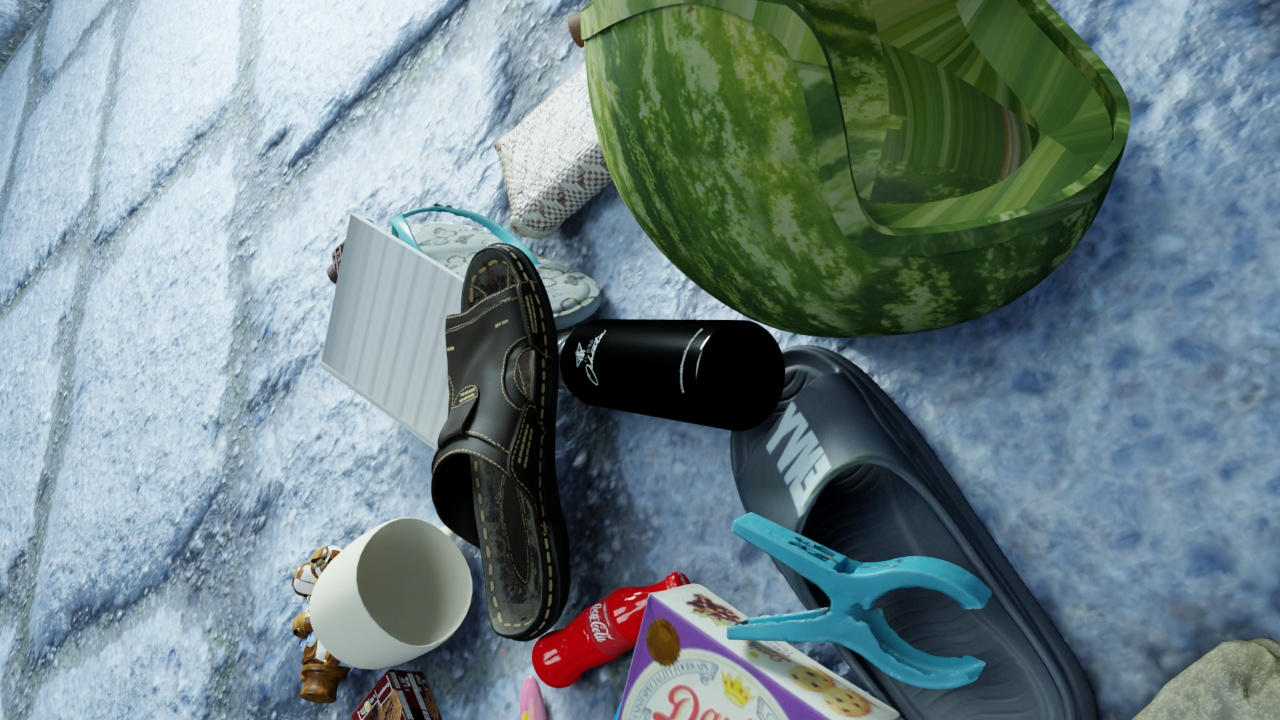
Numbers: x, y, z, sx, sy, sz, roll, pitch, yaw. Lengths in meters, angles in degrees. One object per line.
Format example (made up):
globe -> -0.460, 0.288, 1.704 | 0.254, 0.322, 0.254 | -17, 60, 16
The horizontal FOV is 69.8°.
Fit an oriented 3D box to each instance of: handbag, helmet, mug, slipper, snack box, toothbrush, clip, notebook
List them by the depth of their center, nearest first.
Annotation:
clip -> 0.099, 0.098, 0.425 | 0.127, 0.028, 0.114 | 18, 107, 30
helmet -> 0.097, -0.124, 0.468 | 0.244, 0.247, 0.212 | -9, 42, 58
slipper -> 0.112, 0.096, 0.470 | 0.111, 0.083, 0.268 | -46, 50, 19
snack box -> 0.049, 0.215, 0.476 | 0.143, 0.040, 0.148 | 23, 105, 44
toothbrush -> -0.070, 0.276, 0.597 | 0.021, 0.016, 0.135 | -24, 56, 34
slipper -> -0.101, 0.052, 0.613 | 0.113, 0.075, 0.267 | -15, 77, 45
snack box -> -0.159, 0.294, 0.653 | 0.051, 0.031, 0.141 | -51, 48, 12
mug -> -0.188, 0.173, 0.694 | 0.100, 0.096, 0.119 | -33, 13, 37
notebook -> -0.171, -0.008, 0.724 | 0.210, 0.009, 0.143 | 31, 116, 24
handbag -> -0.039, -0.187, 0.741 | 0.186, 0.047, 0.124 | -36, 46, 22
slipper -> -0.139, -0.090, 0.751 | 0.269, 0.098, 0.055 | 20, 130, 34

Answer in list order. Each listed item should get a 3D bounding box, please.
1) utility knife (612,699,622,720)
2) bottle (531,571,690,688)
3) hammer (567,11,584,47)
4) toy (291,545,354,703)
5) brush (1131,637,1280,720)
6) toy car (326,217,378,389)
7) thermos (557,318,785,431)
utility knife -> -0.007, 0.227, 0.552 | 0.031, 0.015, 0.205 | 31, 102, 45
bottle -> -0.017, 0.168, 0.580 | 0.119, 0.036, 0.036 | -37, 52, 23
hammer -> 0.087, -0.310, 0.668 | 0.324, 0.033, 0.115 | -18, 61, 25
toy -> -0.254, 0.217, 0.746 | 0.087, 0.067, 0.112 | -37, 37, 43
brush -> 0.203, 0.195, 0.374 | 0.195, 0.043, 0.059 | -56, 46, 6
toy car -> -0.240, -0.048, 0.844 | 0.070, 0.061, 0.169 | -38, 51, 22
thermos -> -0.003, 0.003, 0.596 | 0.232, 0.061, 0.061 | 5, 75, 59
